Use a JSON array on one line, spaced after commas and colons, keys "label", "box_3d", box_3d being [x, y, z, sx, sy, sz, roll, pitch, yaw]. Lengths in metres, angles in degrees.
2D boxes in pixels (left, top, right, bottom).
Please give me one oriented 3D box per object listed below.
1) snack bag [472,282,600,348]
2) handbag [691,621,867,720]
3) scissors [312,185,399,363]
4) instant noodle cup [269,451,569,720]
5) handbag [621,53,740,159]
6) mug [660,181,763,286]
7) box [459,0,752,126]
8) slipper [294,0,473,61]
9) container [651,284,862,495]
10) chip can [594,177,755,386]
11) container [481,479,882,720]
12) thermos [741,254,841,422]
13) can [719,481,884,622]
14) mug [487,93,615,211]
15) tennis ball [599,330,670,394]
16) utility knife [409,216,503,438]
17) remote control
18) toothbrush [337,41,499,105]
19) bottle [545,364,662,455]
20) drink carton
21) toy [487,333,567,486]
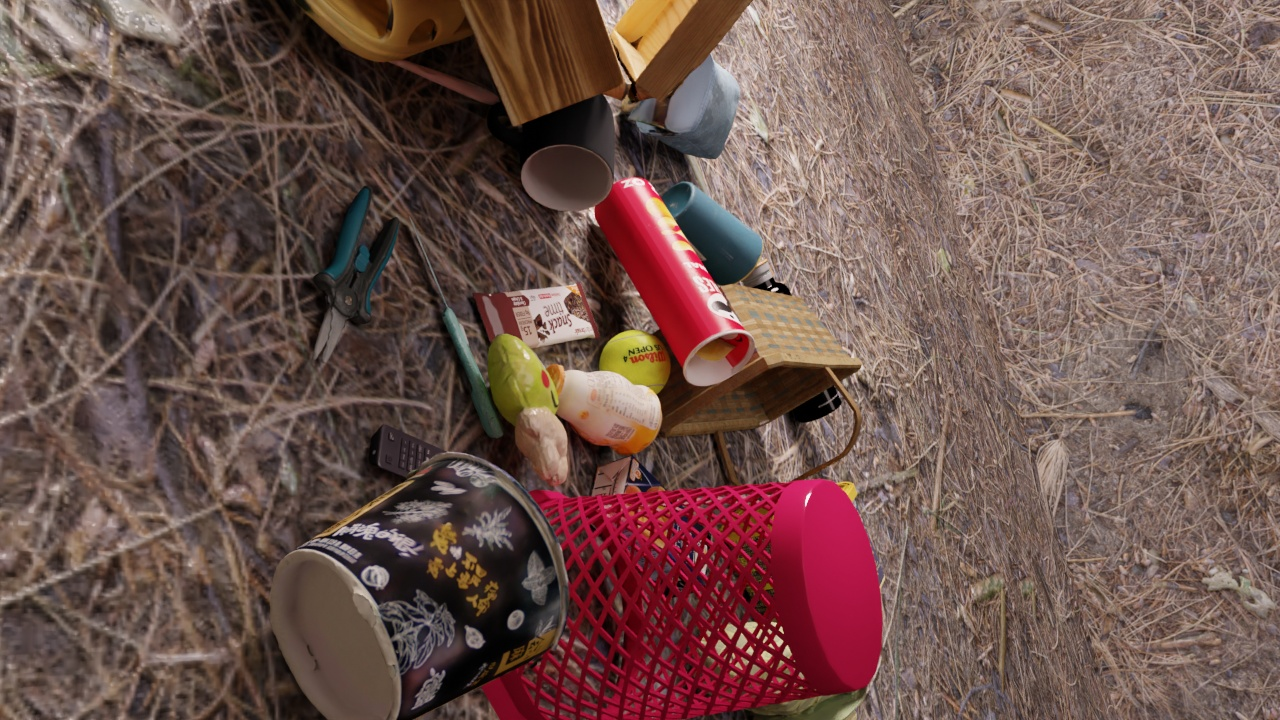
[{"label": "snack bag", "box_3d": [-0.084, -0.037, 0.791, 0.157, 0.013, 0.057, -13, 84, -60]}, {"label": "handbag", "box_3d": [0.124, 0.297, 0.828, 0.186, 0.113, 0.116, 17, 71, -50]}, {"label": "scissors", "box_3d": [-0.197, -0.063, 0.617, 0.128, 0.019, 0.140, -14, 90, -66]}, {"label": "instant noodle cup", "box_3d": [-0.126, 0.133, 0.505, 0.112, 0.138, 0.137, -23, 91, -50]}, {"label": "handbag", "box_3d": [0.045, -0.315, 1.091, 0.191, 0.119, 0.122, -10, 119, -69]}, {"label": "mug", "box_3d": [0.076, -0.150, 1.070, 0.121, 0.078, 0.078, 35, 43, -36]}, {"label": "box", "box_3d": [0.006, -0.350, 0.749, 0.278, 0.315, 0.282, -104, 175, -63]}, {"label": "slipper", "box_3d": [-0.180, -0.299, 0.724, 0.099, 0.079, 0.262, 55, 25, -9]}, {"label": "container", "box_3d": [0.131, 0.037, 0.956, 0.249, 0.158, 0.186, 2, 58, -58]}, {"label": "chip can", "box_3d": [0.027, -0.080, 0.869, 0.069, 0.069, 0.220, 25, 29, -50]}, {"label": "container", "box_3d": [0.031, 0.161, 0.616, 0.183, 0.226, 0.183, 32, 50, -49]}, {"label": "thermos", "box_3d": [0.181, -0.036, 1.171, 0.231, 0.061, 0.061, 64, 30, -8]}, {"label": "can", "box_3d": [0.164, 0.194, 0.920, 0.075, 0.135, 0.104, -30, 99, -60]}, {"label": "mug", "box_3d": [-0.083, -0.207, 0.849, 0.121, 0.085, 0.094, 15, 53, -20]}, {"label": "tennis ball", "box_3d": [-0.005, 0.005, 0.838, 0.065, 0.065, 0.065, 36, 42, -42]}, {"label": "utility knife", "box_3d": [-0.142, -0.024, 0.690, 0.022, 0.016, 0.179, 146, -79, -87]}, {"label": "remote control", "box_3d": [-0.131, 0.082, 0.634, 0.136, 0.015, 0.032, 34, 44, -44]}, {"label": "toothbrush", "box_3d": [-0.178, -0.244, 0.772, 0.181, 0.018, 0.015, 4, 66, -58]}, {"label": "bottle", "box_3d": [-0.035, 0.038, 0.772, 0.108, 0.063, 0.063, 26, 49, -32]}, {"label": "drink carton", "box_3d": [0.010, 0.146, 0.797, 0.130, 0.040, 0.064, 48, 36, -31]}, {"label": "toy", "box_3d": [-0.082, 0.038, 0.687, 0.092, 0.046, 0.115, 79, -11, -68]}]
